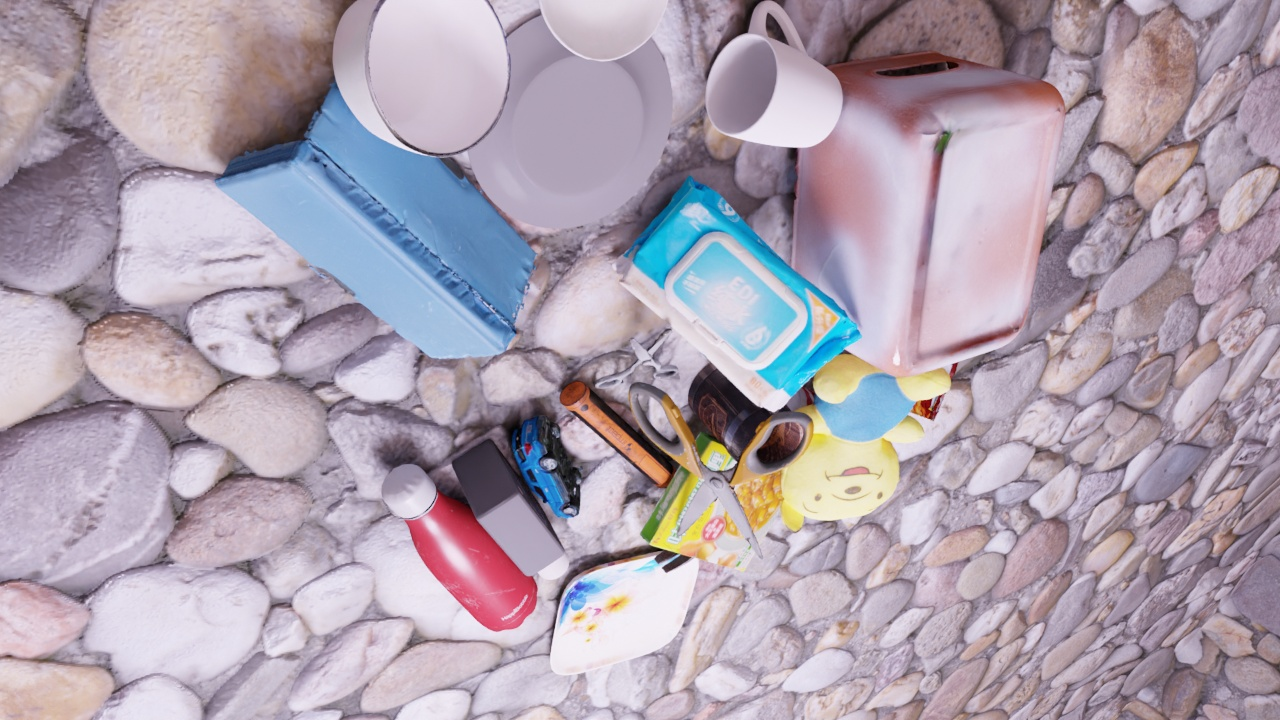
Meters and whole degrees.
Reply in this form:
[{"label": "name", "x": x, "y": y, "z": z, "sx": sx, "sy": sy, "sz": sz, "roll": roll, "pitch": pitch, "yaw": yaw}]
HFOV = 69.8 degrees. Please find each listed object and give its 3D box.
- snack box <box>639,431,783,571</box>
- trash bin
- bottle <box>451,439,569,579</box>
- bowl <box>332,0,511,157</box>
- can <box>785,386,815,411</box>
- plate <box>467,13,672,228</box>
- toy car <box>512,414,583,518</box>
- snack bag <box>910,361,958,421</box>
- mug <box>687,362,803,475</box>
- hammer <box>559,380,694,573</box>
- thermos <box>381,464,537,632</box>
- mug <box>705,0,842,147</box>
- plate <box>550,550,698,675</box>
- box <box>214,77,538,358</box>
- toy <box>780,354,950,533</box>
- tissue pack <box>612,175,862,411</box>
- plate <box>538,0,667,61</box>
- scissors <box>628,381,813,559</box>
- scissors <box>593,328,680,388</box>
[{"label": "snack box", "x": 0.093, "y": 0.162, "z": 1.025, "sx": 0.168, "sy": 0.027, "sz": 0.132, "roll": 25, "pitch": 98, "yaw": -41}, {"label": "trash bin", "x": 0.255, "y": -0.133, "z": 0.833, "sx": 0.181, "sy": 0.157, "sz": 0.260, "roll": -15, "pitch": 121, "yaw": -23}, {"label": "bottle", "x": -0.119, "y": 0.163, "z": 0.912, "sx": 0.046, "sy": 0.083, "sz": 0.174, "roll": -32, "pitch": 135, "yaw": -6}, {"label": "bowl", "x": -0.150, "y": -0.195, "z": 0.607, "sx": 0.116, "sy": 0.066, "sz": 0.116, "roll": -22, "pitch": 120, "yaw": -44}, {"label": "can", "x": 0.190, "y": 0.063, "z": 1.040, "sx": 0.096, "sy": 0.054, "sz": 0.054, "roll": 23, "pitch": 110, "yaw": -41}, {"label": "plate", "x": -0.050, "y": -0.185, "z": 0.725, "sx": 0.178, "sy": 0.012, "sz": 0.179, "roll": -16, "pitch": 128, "yaw": -22}, {"label": "toy car", "x": -0.090, "y": 0.106, "z": 0.908, "sx": 0.044, "sy": 0.056, "sz": 0.120, "roll": -14, "pitch": 129, "yaw": 11}, {"label": "snack bag", "x": 0.328, "y": -0.040, "z": 1.025, "sx": 0.138, "sy": 0.067, "sz": 0.208, "roll": 15, "pitch": 99, "yaw": -32}, {"label": "mug", "x": 0.110, "y": 0.043, "z": 0.939, "sx": 0.079, "sy": 0.107, "sz": 0.116, "roll": -15, "pitch": 130, "yaw": -21}, {"label": "hammer", "x": 0.005, "y": 0.123, "z": 0.984, "sx": 0.137, "sy": 0.035, "sz": 0.314, "roll": -46, "pitch": 133, "yaw": -2}, {"label": "thermos", "x": -0.177, "y": 0.182, "z": 0.898, "sx": 0.073, "sy": 0.073, "sz": 0.240, "roll": -32, "pitch": 134, "yaw": -6}, {"label": "mug", "x": 0.114, "y": -0.235, "z": 0.758, "sx": 0.087, "sy": 0.081, "sz": 0.114, "roll": 3, "pitch": 91, "yaw": -40}, {"label": "plate", "x": -0.022, "y": 0.306, "z": 1.126, "sx": 0.186, "sy": 0.016, "sz": 0.187, "roll": -7, "pitch": 127, "yaw": -27}, {"label": "box", "x": -0.185, "y": -0.106, "z": 0.699, "sx": 0.231, "sy": 0.094, "sz": 0.112, "roll": 46, "pitch": 50, "yaw": -43}, {"label": "toy", "x": 0.226, "y": 0.084, "z": 0.981, "sx": 0.149, "sy": 0.083, "sz": 0.214, "roll": 3, "pitch": 123, "yaw": -7}, {"label": "tissue pack", "x": 0.085, "y": -0.053, "z": 0.814, "sx": 0.209, "sy": 0.066, "sz": 0.117, "roll": 41, "pitch": 103, "yaw": -3}, {"label": "plate", "x": -0.030, "y": -0.272, "z": 0.662, "sx": 0.104, "sy": 0.026, "sz": 0.104, "roll": -14, "pitch": 123, "yaw": -24}, {"label": "scissors", "x": 0.082, "y": 0.101, "z": 0.898, "sx": 0.230, "sy": 0.016, "sz": 0.225, "roll": -26, "pitch": 103, "yaw": 36}, {"label": "scissors", "x": 0.015, "y": -0.001, "z": 0.868, "sx": 0.146, "sy": 0.014, "sz": 0.142, "roll": 0, "pitch": 159, "yaw": -40}]
